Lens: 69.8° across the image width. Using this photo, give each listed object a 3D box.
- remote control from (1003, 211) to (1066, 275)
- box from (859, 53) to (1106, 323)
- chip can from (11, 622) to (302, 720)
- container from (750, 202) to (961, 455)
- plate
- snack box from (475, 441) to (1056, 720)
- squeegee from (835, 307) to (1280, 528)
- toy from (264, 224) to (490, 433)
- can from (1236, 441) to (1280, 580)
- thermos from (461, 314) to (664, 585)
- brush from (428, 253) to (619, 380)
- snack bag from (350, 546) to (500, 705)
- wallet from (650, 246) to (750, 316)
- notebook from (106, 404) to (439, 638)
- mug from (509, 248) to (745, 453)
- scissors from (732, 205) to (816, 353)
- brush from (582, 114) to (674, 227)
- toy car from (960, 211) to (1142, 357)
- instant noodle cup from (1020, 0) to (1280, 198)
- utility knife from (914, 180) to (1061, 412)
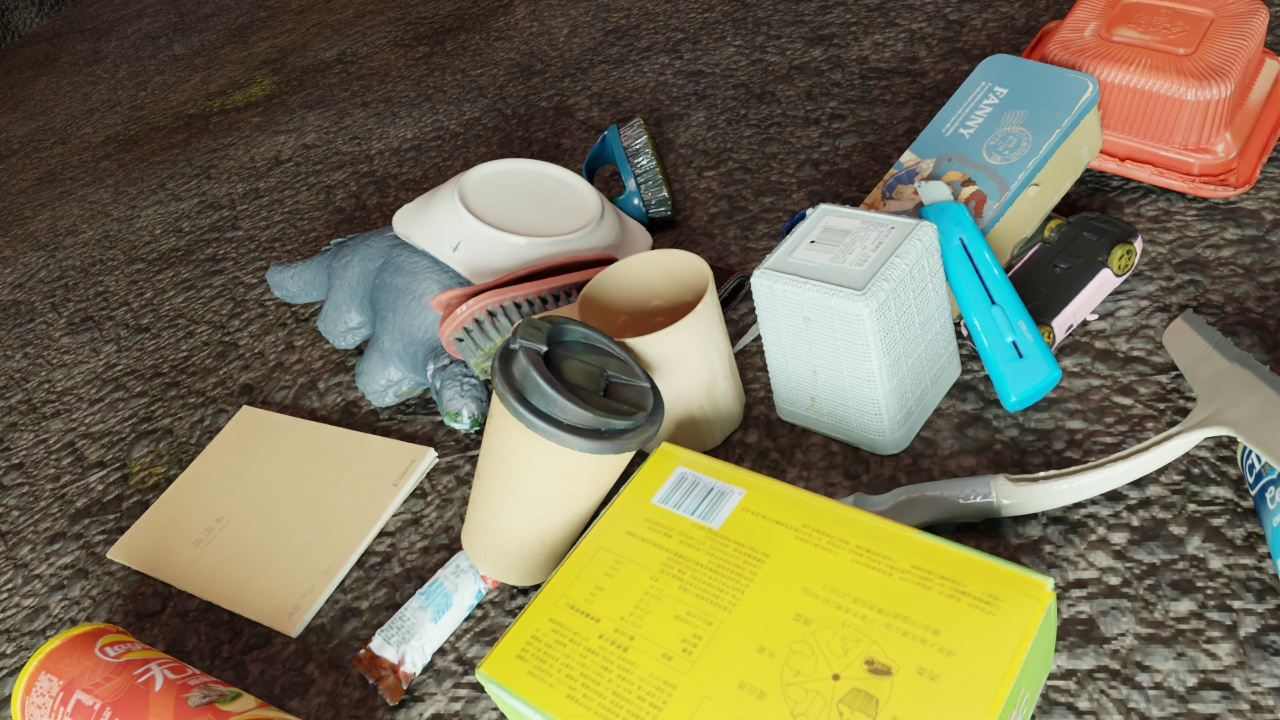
[{"bbox_3d":[0.230,-0.103,0.645,0.056,0.019,0.135,-32,42,-12],"label":"remote control"},{"bbox_3d":[0.220,-0.117,0.596,0.090,0.059,0.184,34,85,42],"label":"box"},{"bbox_3d":[-0.235,0.198,0.474,0.217,0.073,0.073,7,47,32],"label":"chip can"},{"bbox_3d":[0.125,-0.022,0.530,0.090,0.111,0.090,20,54,39],"label":"container"},{"bbox_3d":[-0.086,-0.110,0.696,0.164,0.034,0.163,33,45,21],"label":"plate"},{"bbox_3d":[0.054,0.138,0.411,0.210,0.070,0.157,16,52,37],"label":"snack box"},{"bbox_3d":[0.182,0.060,0.456,0.247,0.039,0.246,-20,10,20],"label":"squeegee"},{"bbox_3d":[-0.184,-0.043,0.715,0.137,0.091,0.356,-40,41,-17],"label":"toy"},{"bbox_3d":[0.297,0.075,0.367,0.075,0.075,0.110,-5,42,20],"label":"can"},{"bbox_3d":[-0.049,0.051,0.495,0.093,0.144,0.092,18,32,-12],"label":"thermos"},{"bbox_3d":[-0.064,-0.033,0.605,0.145,0.063,0.069,-15,54,-28],"label":"brush"},{"bbox_3d":[-0.115,0.141,0.520,0.045,0.026,0.105,27,60,33],"label":"snack bag"},{"bbox_3d":[0.008,-0.046,0.688,0.122,0.020,0.096,21,55,43],"label":"wallet"},{"bbox_3d":[-0.262,0.103,0.646,0.212,0.012,0.149,8,49,32],"label":"notebook"},{"bbox_3d":[-0.003,0.003,0.566,0.125,0.104,0.084,-17,39,5],"label":"mug"},{"bbox_3d":[0.114,-0.063,0.661,0.169,0.012,0.146,-27,40,-8],"label":"scissors"},{"bbox_3d":[-0.015,-0.161,0.800,0.073,0.055,0.143,-19,39,3],"label":"brush"},{"bbox_3d":[0.250,-0.042,0.557,0.122,0.037,0.056,-43,39,-6],"label":"toy car"},{"bbox_3d":[0.354,-0.200,0.643,0.189,0.079,0.164,24,59,27],"label":"instant noodle cup"},{"bbox_3d":[0.190,-0.046,0.520,0.034,0.018,0.166,-21,54,12],"label":"utility knife"}]
